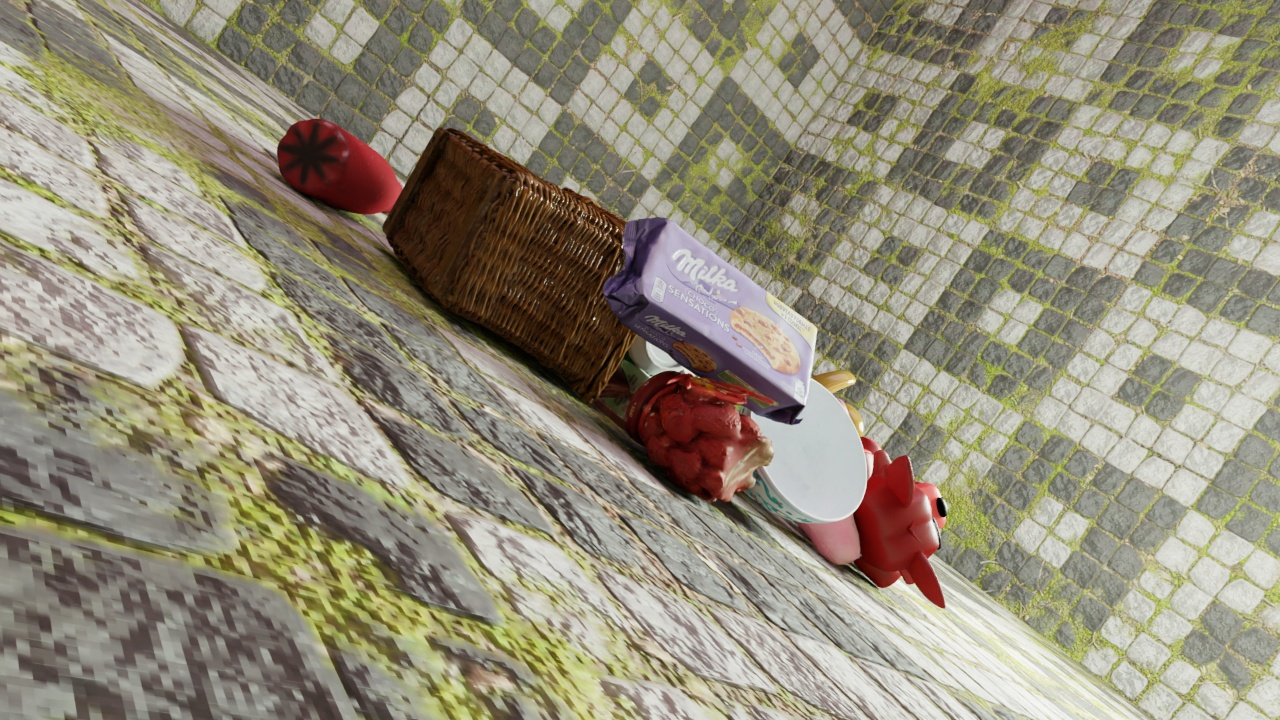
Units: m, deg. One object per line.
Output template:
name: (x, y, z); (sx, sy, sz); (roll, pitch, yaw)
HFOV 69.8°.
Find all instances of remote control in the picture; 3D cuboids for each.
remote control: (0.003, 0.042, 0.884); (0.024, 0.049, 0.143); (35, 2, -25)

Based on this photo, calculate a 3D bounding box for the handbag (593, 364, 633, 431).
handbag: (-0.025, 0.036, 0.862); (0.055, 0.029, 0.119); (1, 25, -23)

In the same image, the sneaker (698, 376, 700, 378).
sneaker: (0.061, 0.041, 1.190); (0.089, 0.091, 0.242); (38, 4, 26)

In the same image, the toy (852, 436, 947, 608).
toy: (0.262, 0.167, 0.979); (0.197, 0.120, 0.158); (169, -90, -79)

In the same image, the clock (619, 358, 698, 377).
clock: (-0.006, 0.007, 1.028); (0.155, 0.065, 0.114); (17, -6, 27)

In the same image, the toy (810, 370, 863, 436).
toy: (0.157, 0.087, 1.122); (0.203, 0.199, 0.162); (10, 36, -36)

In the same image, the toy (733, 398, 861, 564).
toy: (0.158, 0.105, 0.959); (0.096, 0.193, 0.236); (-20, 69, -33)

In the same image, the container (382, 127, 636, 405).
container: (-0.120, -0.104, 0.867); (0.183, 0.162, 0.250); (27, 8, -37)

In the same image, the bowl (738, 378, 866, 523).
bowl: (0.133, 0.091, 0.855); (0.143, 0.074, 0.143); (19, 55, -30)

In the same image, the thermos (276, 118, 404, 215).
thermos: (-0.301, -0.193, 0.980); (0.073, 0.073, 0.240); (36, 2, 4)

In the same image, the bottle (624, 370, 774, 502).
bottle: (0.049, 0.057, 0.744); (0.111, 0.099, 0.099); (38, 4, 39)

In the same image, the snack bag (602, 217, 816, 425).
snack bag: (0.060, -0.032, 0.774); (0.205, 0.096, 0.059); (34, -40, -18)

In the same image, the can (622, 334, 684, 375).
can: (-0.002, -0.043, 0.919); (0.087, 0.088, 0.140); (33, -2, -36)
